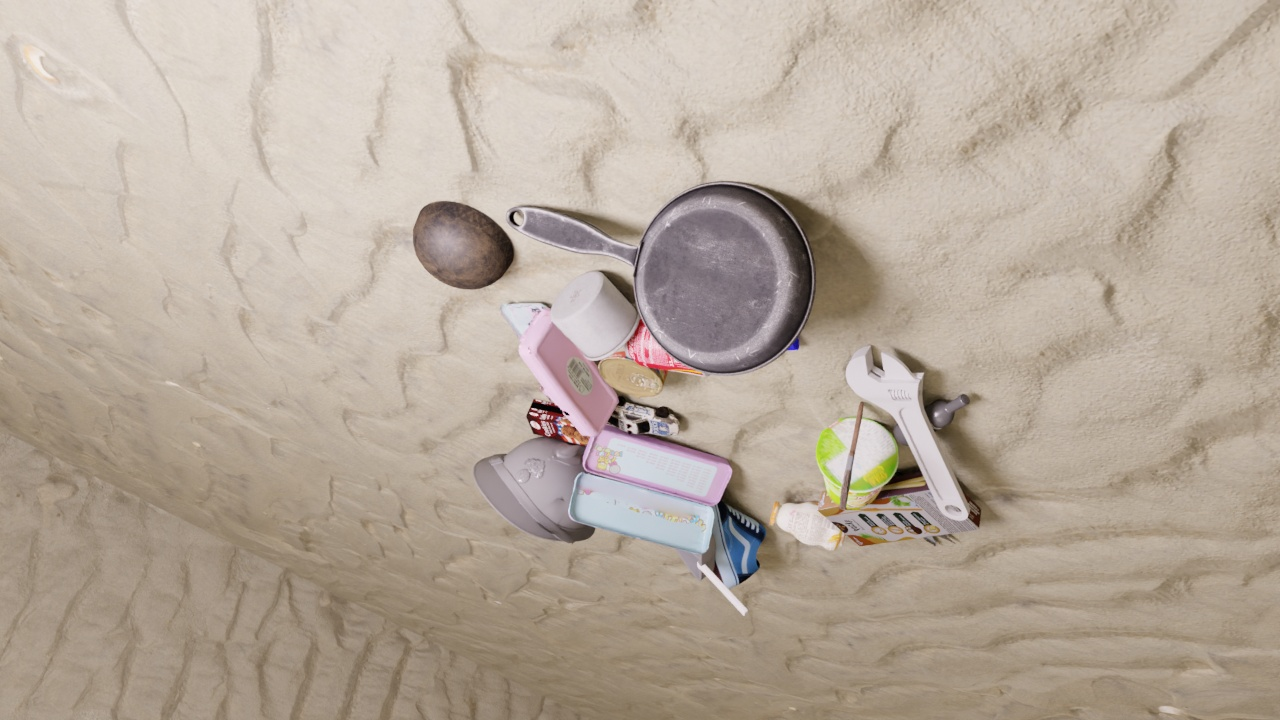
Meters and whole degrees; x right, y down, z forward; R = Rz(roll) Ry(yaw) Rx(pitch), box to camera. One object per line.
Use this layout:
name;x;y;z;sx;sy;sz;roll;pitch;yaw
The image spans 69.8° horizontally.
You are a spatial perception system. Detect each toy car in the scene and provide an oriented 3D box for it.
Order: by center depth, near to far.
toy car;-0.001;0.084;1.272;0.113;0.040;0.048;12;148;13

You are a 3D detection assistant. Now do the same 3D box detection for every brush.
brush;0.246;0.103;1.062;0.008;0.142;0.045;9;138;16

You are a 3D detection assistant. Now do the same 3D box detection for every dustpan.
dustpan;0.083;0.286;1.411;0.257;0.033;0.163;44;158;27

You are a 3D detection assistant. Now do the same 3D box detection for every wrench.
wrench;0.316;0.091;1.066;0.087;0.018;0.273;0;132;44

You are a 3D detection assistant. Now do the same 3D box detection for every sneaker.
sneaker;0.140;0.255;1.445;0.083;0.098;0.241;50;164;52

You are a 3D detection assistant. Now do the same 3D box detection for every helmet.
helmet;-0.124;0.171;1.386;0.183;0.118;0.270;47;-166;25

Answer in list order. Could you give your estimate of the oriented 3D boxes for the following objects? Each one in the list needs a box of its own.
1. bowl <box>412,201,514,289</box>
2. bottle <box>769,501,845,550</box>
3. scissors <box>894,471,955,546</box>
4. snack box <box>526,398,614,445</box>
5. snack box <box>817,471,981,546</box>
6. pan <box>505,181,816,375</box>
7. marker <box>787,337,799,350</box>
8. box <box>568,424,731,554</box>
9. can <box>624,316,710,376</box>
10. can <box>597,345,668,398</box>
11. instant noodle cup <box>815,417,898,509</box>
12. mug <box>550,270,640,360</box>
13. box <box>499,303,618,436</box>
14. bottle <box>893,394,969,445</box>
bowl;-0.214;-0.122;1.069;0.121;0.056;0.121;15;148;9
bottle;0.245;0.236;1.339;0.109;0.063;0.063;14;148;11
scissors;0.352;0.217;1.294;0.147;0.015;0.209;-13;133;38
snack box;-0.093;0.097;1.353;0.141;0.031;0.051;11;147;16
snack box;0.344;0.200;1.232;0.101;0.031;0.186;40;142;-25
pan;0.002;-0.103;0.919;0.357;0.055;0.187;19;105;22
marker;0.116;-0.018;1.072;0.142;0.020;0.020;-3;141;33
box;0.013;0.185;1.312;0.214;0.150;0.049;17;180;-11
can;0.039;-0.019;1.065;0.105;0.064;0.064;9;147;27
can;-0.007;0.007;1.157;0.086;0.043;0.086;15;148;9
instant noodle cup;0.270;0.138;1.156;0.099;0.098;0.108;11;154;16
mug;-0.063;-0.051;1.067;0.113;0.084;0.070;-8;136;45
box;-0.116;0.010;1.197;0.103;0.086;0.202;13;150;36
bottle;0.338;0.066;1.059;0.030;0.030;0.113;27;148;-9
